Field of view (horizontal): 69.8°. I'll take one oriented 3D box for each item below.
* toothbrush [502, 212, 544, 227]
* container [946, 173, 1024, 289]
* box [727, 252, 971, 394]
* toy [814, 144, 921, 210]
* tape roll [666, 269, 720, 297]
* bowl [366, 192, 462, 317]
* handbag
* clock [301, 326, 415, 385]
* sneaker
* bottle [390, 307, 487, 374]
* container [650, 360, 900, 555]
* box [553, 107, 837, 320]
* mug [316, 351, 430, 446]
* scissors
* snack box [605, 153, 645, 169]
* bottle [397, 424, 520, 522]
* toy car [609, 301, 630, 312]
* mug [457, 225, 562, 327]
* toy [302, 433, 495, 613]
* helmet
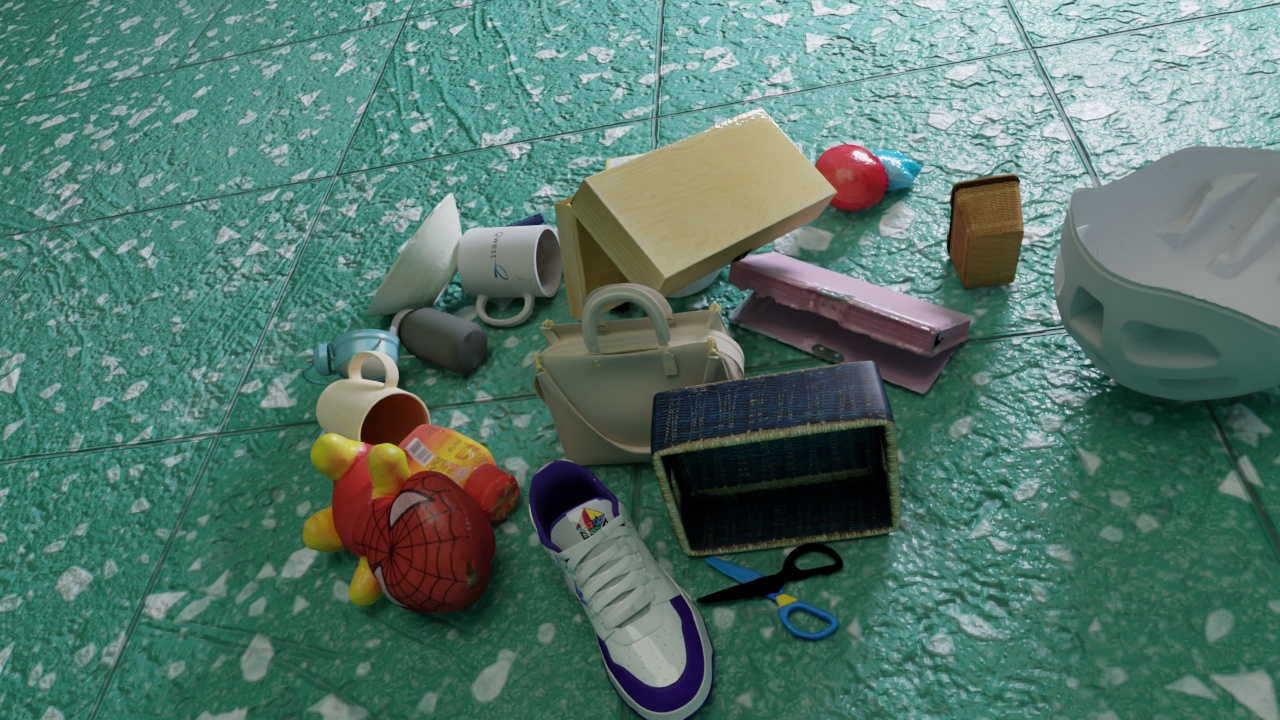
[{"bbox_3d":[-0.216,-0.157,1.183,0.190,0.017,0.016,-18,45,1],"label":"toothbrush"},{"bbox_3d":[0.343,-0.123,0.910,0.063,0.114,0.061,-7,59,11],"label":"container"},{"bbox_3d":[0.201,-0.039,0.925,0.233,0.080,0.099,23,23,33],"label":"box"},{"bbox_3d":[0.258,-0.215,1.059,0.132,0.062,0.092,-14,55,-20],"label":"toy"},{"bbox_3d":[0.045,-0.111,1.053,0.094,0.019,0.093,-9,46,10],"label":"tape roll"},{"bbox_3d":[-0.251,-0.110,1.092,0.058,0.177,0.176,34,54,-10],"label":"bowl"},{"bbox_3d":[-0.005,0.005,0.833,0.195,0.198,0.101,-5,47,13],"label":"handbag"},{"bbox_3d":[-0.319,0.001,1.016,0.123,0.087,0.042,-20,63,17],"label":"clock"},{"bbox_3d":[-0.022,0.171,0.743,0.091,0.111,0.244,-30,46,-11],"label":"sneaker"},{"bbox_3d":[-0.228,-0.026,1.033,0.108,0.060,0.060,18,56,31],"label":"bottle"},{"bbox_3d":[0.112,0.083,0.759,0.187,0.145,0.071,-9,42,10],"label":"container"},{"bbox_3d":[0.044,-0.147,0.915,0.247,0.142,0.180,-29,4,-35],"label":"box"},{"bbox_3d":[-0.282,0.045,0.954,0.104,0.111,0.085,14,10,40],"label":"mug"},{"bbox_3d":[0.110,0.179,0.762,0.131,0.018,0.108,18,53,30],"label":"scissors"},{"bbox_3d":[0.005,-0.201,1.090,0.092,0.042,0.200,-9,28,3],"label":"snack box"},{"bbox_3d":[-0.177,0.111,0.895,0.134,0.048,0.071,22,55,33],"label":"bottle"},{"bbox_3d":[-0.031,-0.090,1.045,0.036,0.042,0.091,-13,40,-27],"label":"toy car"},{"bbox_3d":[-0.153,-0.097,1.072,0.096,0.083,0.119,0,77,18],"label":"mug"},{"bbox_3d":[-0.214,0.149,0.824,0.216,0.148,0.098,20,22,34],"label":"toy"},{"bbox_3d":[0.491,-0.083,0.765,0.282,0.184,0.224,-32,52,-4],"label":"helmet"}]
